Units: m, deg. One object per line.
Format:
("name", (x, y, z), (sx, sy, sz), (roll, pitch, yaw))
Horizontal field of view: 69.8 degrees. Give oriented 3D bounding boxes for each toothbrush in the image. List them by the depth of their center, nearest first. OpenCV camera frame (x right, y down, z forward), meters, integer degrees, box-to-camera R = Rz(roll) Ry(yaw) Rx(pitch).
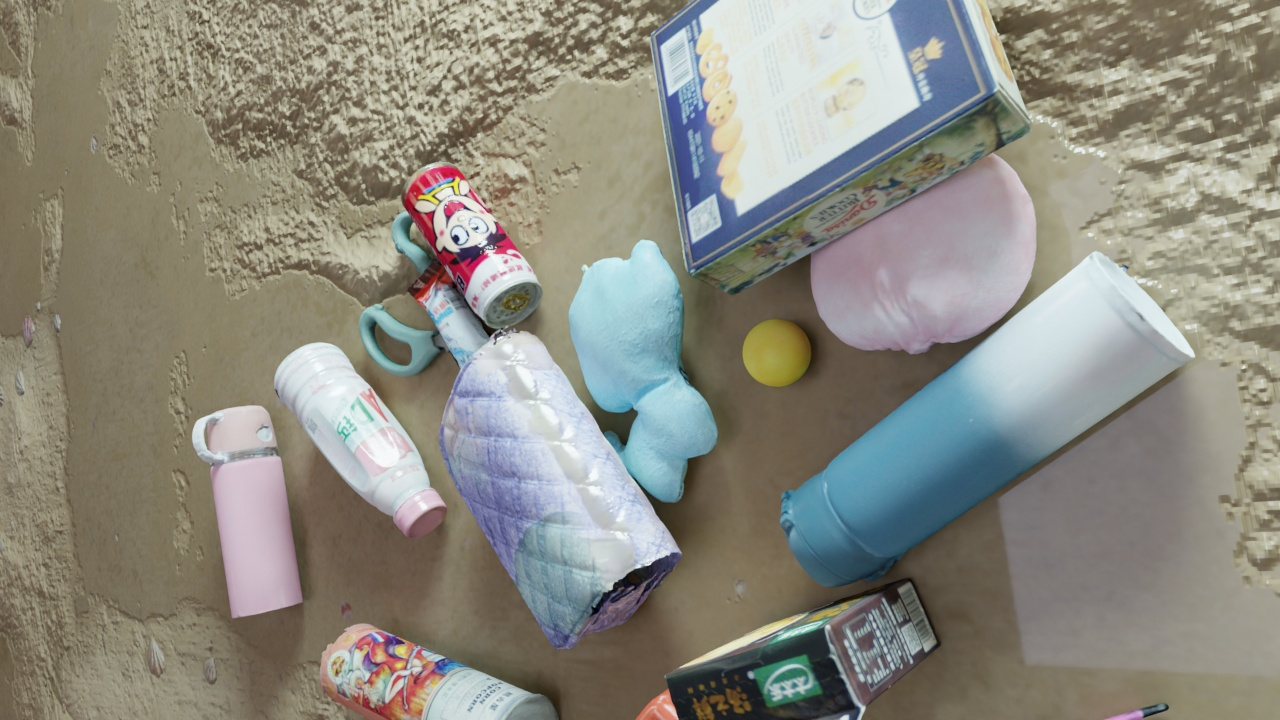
("toothbrush", (0.185, 0.208, 0.488), (0.190, 0.014, 0.017), (-36, 58, 33))

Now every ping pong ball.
("ping pong ball", (0.081, -0.005, 0.543), (0.040, 0.040, 0.040), (2, 93, 38))

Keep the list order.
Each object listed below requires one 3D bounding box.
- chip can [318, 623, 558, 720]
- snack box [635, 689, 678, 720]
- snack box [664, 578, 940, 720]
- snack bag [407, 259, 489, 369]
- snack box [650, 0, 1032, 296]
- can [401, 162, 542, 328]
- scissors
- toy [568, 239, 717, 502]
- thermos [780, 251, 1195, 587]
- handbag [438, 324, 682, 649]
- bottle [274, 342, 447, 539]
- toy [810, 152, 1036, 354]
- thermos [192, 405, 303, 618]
("chip can", (-0.166, 0.271, 0.730), (0.215, 0.071, 0.071), (5, 95, 39))
("snack box", (0.042, 0.238, 0.559), (0.091, 0.080, 0.082), (44, 116, 29))
("snack box", (0.084, 0.169, 0.493), (0.113, 0.125, 0.053), (-32, 72, 35))
("snack bag", (-0.142, -0.026, 0.710), (0.048, 0.026, 0.104), (-42, 72, 34))
("snack box", (0.092, -0.153, 0.493), (0.183, 0.045, 0.177), (-27, 57, 36))
("can", (-0.128, -0.088, 0.696), (0.053, 0.053, 0.132), (-51, 62, 28))
("scissors", (-0.184, -0.029, 0.765), (0.176, 0.019, 0.175), (-41, 71, 30))
("toy", (-0.004, 0.004, 0.605), (0.156, 0.049, 0.162), (46, 130, 23))
("thermos", (0.163, 0.041, 0.468), (0.221, 0.070, 0.070), (-46, 65, 31))
("handbag", (-0.061, 0.088, 0.629), (0.194, 0.075, 0.134), (54, 142, 22))
("bottle", (-0.237, 0.069, 0.782), (0.197, 0.068, 0.068), (45, 117, 24))
("toy", (0.142, -0.081, 0.485), (0.122, 0.054, 0.159), (-15, 71, 37))
("thermos", (-0.381, 0.145, 0.885), (0.067, 0.087, 0.198), (-13, 85, 20))
